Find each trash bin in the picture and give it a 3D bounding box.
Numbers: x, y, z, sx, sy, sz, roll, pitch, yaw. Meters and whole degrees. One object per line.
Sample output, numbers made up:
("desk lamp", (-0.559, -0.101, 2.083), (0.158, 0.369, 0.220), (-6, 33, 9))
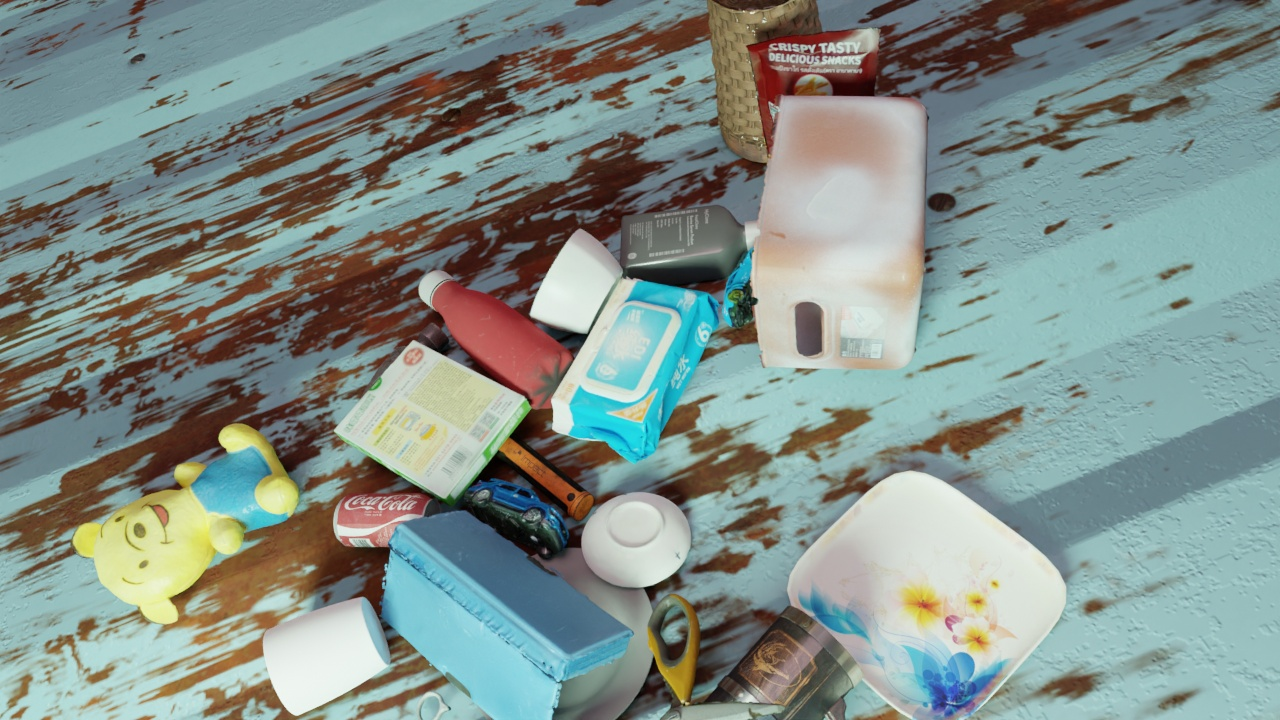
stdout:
("trash bin", (0.157, -0.365, 1.097), (0.151, 0.210, 0.151), (-7, 53, 9))
("trash bin", (0.207, -0.132, 0.934), (0.157, 0.182, 0.259), (2, 55, 14))

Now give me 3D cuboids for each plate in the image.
("plate", (-0.005, 0.161, 0.860), (0.104, 0.026, 0.104), (-4, 45, 4))
("plate", (-0.073, 0.254, 0.828), (0.178, 0.012, 0.178), (-7, 53, 10))
("plate", (0.241, 0.198, 0.784), (0.186, 0.016, 0.187), (-40, 55, -15))

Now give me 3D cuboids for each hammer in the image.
("hammer", (-0.176, 0.080, 0.970), (0.314, 0.035, 0.137), (33, 69, 31))

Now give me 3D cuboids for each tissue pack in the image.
("tissue pack", (-0.006, 0.006, 0.962), (0.117, 0.066, 0.208), (14, 61, 25))

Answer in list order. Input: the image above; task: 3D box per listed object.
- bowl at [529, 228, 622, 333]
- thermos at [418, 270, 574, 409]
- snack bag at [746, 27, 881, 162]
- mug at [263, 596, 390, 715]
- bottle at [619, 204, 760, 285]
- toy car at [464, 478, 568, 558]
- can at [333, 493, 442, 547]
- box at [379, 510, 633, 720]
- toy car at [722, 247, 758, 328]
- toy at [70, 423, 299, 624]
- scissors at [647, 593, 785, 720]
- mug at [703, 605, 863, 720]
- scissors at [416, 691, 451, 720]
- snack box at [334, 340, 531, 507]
("bowl", (-0.067, -0.081, 1.014), (0.065, 0.117, 0.116), (29, 63, 0))
("thermos", (-0.170, -0.033, 1.026), (0.073, 0.073, 0.240), (-43, 55, -17))
("snack bag", (0.194, -0.269, 1.018), (0.139, 0.208, 0.066), (7, 56, 19))
("mug", (-0.287, 0.260, 0.849), (0.087, 0.081, 0.114), (-23, 21, -10))
("bottle", (0.066, -0.134, 1.055), (0.174, 0.046, 0.083), (-6, 53, 10))
("toy car", (-0.118, 0.147, 0.886), (0.120, 0.056, 0.043), (15, 45, 37))
("can", (-0.252, 0.160, 0.918), (0.097, 0.054, 0.053), (-2, 54, 13))
("box", (-0.129, 0.237, 0.822), (0.232, 0.094, 0.112), (26, 109, 33))
("toy car", (0.116, -0.083, 1.005), (0.032, 0.048, 0.105), (15, 61, 28))
("toy", (-0.458, 0.169, 0.949), (0.213, 0.084, 0.149), (-39, 53, -12))
("scissors", (0.017, 0.272, 0.730), (0.226, 0.016, 0.228), (-24, 30, 28))
("mug", (0.123, 0.271, 0.720), (0.107, 0.080, 0.116), (-42, 50, -15))
("scissors", (-0.180, 0.355, 0.776), (0.147, 0.014, 0.141), (0, 59, 20))
("snack box", (-0.217, 0.061, 0.956), (0.168, 0.027, 0.131), (25, 66, 28))
